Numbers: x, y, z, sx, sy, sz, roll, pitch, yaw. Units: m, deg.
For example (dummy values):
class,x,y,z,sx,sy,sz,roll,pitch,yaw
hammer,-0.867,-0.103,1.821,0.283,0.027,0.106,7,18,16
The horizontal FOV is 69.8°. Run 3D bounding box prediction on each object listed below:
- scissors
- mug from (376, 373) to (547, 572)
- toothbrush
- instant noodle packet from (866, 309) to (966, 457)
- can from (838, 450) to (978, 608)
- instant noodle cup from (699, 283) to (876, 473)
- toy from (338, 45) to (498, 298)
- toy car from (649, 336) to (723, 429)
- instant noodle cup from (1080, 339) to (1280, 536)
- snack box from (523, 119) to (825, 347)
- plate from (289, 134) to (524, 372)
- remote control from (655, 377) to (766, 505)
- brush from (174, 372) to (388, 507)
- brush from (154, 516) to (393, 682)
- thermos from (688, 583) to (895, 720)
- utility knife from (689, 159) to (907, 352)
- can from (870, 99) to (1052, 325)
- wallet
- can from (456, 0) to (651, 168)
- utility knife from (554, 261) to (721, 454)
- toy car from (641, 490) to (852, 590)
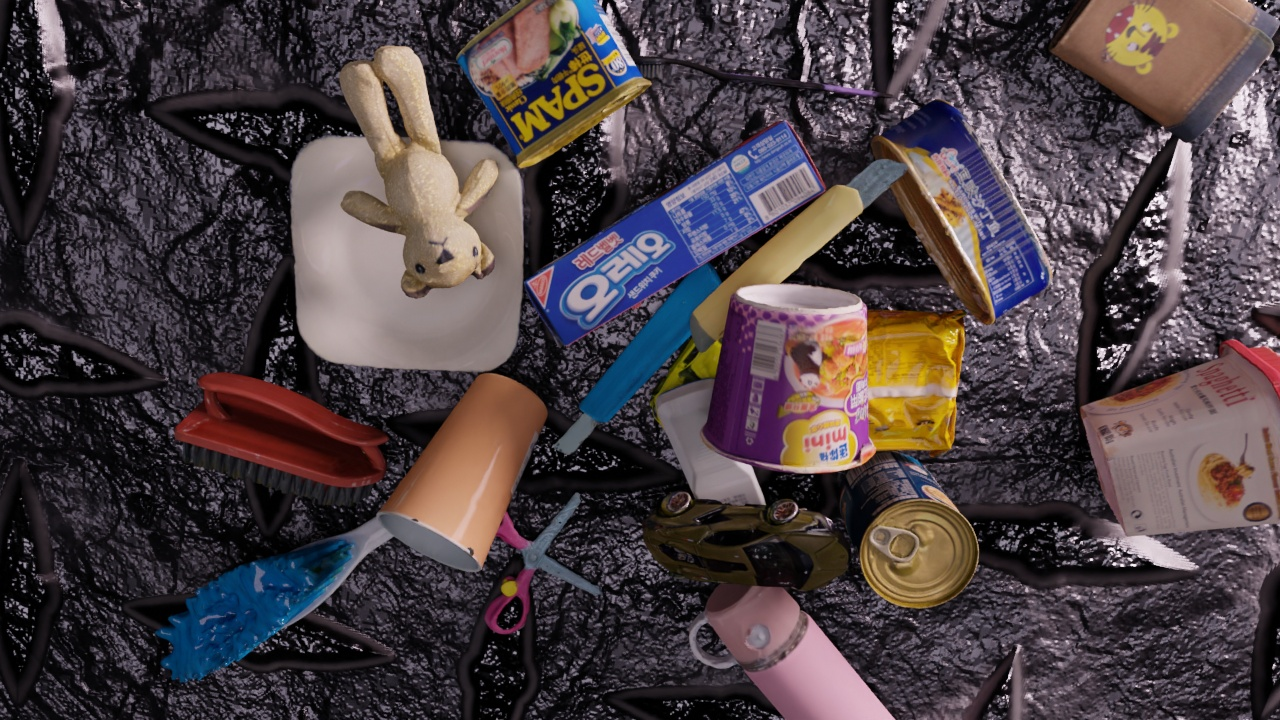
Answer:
class,x,y,z,sx,sy,sz,roll,pitch,yaw
scissors,-0.090,0.153,0.716,0.134,0.017,0.133,35,99,-6
mug,-0.116,0.074,0.634,0.078,0.078,0.122,30,63,-5
toothbrush,0.077,-0.188,0.622,0.189,0.014,0.017,8,112,1
instant noodle packet,0.159,0.014,0.653,0.128,0.044,0.111,2,106,5
can,0.183,0.114,0.643,0.075,0.111,0.075,1,102,4
instant noodle cup,0.096,0.006,0.583,0.111,0.111,0.099,3,104,2
toy,-0.144,-0.120,0.588,0.105,0.066,0.157,-20,110,-10
toy car,0.048,0.011,0.664,0.048,0.032,0.105,34,105,-6
instant noodle cup,0.380,0.060,0.625,0.124,0.116,0.117,-17,103,19
snack box,0.021,-0.086,0.627,0.208,0.058,0.057,-31,101,9
plate,-0.162,-0.075,0.652,0.164,0.034,0.164,4,104,2
remote control,0.052,0.070,0.667,0.049,0.024,0.125,-19,122,9
brush,-0.257,0.058,0.675,0.146,0.063,0.069,19,117,-3
brush,-0.220,0.140,0.688,0.315,0.109,0.060,-34,85,18
thermos,0.122,0.253,0.703,0.087,0.067,0.198,-39,100,11
utility knife,0.097,-0.070,0.604,0.031,0.019,0.184,48,119,-2
can,0.212,-0.097,0.607,0.049,0.074,0.148,-33,98,6
wallet,0.339,-0.210,0.595,0.115,0.033,0.090,32,104,-2
can,-0.058,-0.189,0.602,0.102,0.057,0.083,-29,99,19
utility knife,-0.004,0.004,0.669,0.182,0.018,0.034,-48,59,14
toy car,0.072,0.131,0.654,0.158,0.042,0.070,-5,126,35
